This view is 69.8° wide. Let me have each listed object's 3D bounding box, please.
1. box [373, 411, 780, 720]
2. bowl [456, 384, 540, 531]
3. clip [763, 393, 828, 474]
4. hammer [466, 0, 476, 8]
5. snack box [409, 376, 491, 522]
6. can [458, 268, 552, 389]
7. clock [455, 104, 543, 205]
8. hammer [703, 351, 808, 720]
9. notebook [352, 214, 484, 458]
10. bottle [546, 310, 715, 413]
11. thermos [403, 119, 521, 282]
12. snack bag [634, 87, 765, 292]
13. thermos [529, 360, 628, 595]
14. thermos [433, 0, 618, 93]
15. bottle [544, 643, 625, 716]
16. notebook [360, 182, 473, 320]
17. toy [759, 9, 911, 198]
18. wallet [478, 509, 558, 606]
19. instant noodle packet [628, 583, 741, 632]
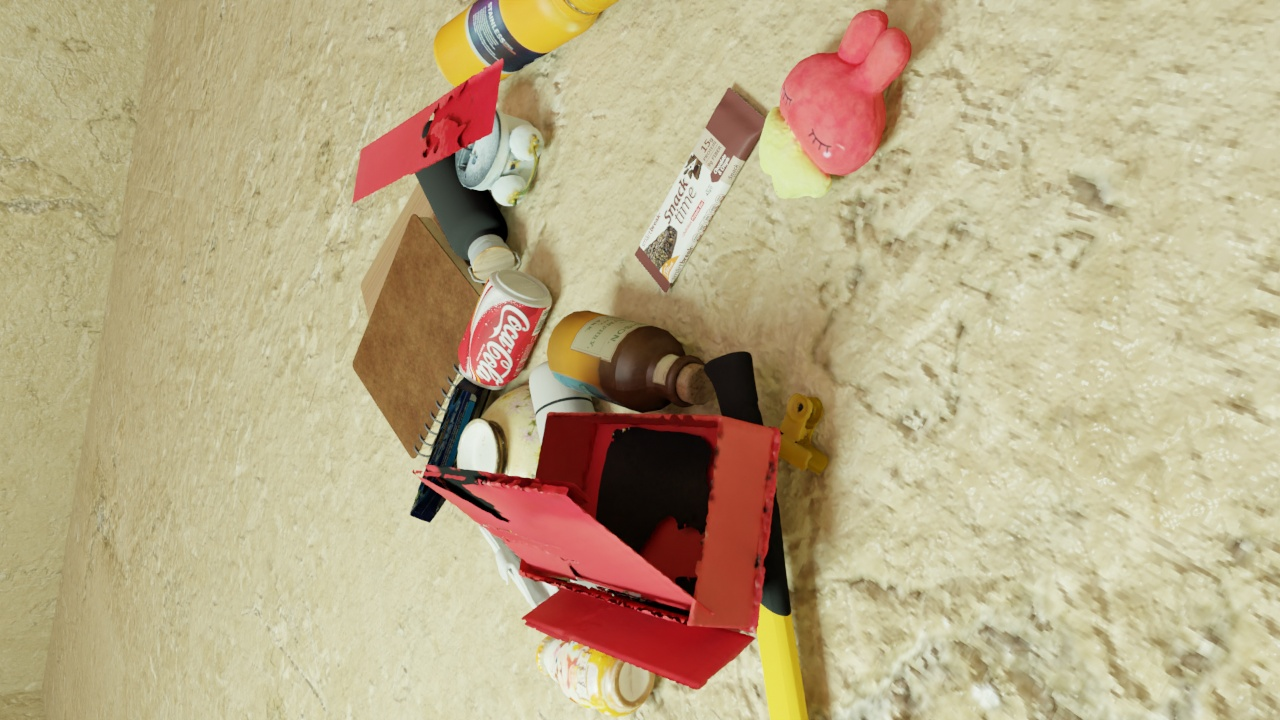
[{"bbox_3d":[-0.086,0.251,0.567,0.216,0.141,0.509,-2,59,53],"label":"box"},{"bbox_3d":[-0.126,0.091,0.855,0.145,0.063,0.145,-6,83,49],"label":"bowl"},{"bbox_3d":[0.104,0.047,0.620,0.054,0.044,0.050,31,134,48],"label":"clip"},{"bbox_3d":[-0.115,-0.398,0.919,0.332,0.033,0.132,-22,72,47],"label":"hammer"},{"bbox_3d":[-0.186,0.080,0.920,0.082,0.027,0.150,-74,7,-71],"label":"snack box"},{"bbox_3d":[-0.131,-0.029,0.872,0.064,0.064,0.105,50,122,40],"label":"can"},{"bbox_3d":[-0.136,-0.200,0.901,0.117,0.057,0.083,44,118,42],"label":"clock"},{"bbox_3d":[0.085,0.153,0.609,0.127,0.029,0.323,-19,76,50],"label":"hammer"},{"bbox_3d":[-0.237,-0.020,0.997,0.167,0.024,0.226,49,125,26],"label":"notebook"},{"bbox_3d":[-0.004,0.004,0.719,0.157,0.067,0.068,16,98,49],"label":"bottle"},{"bbox_3d":[-0.183,-0.159,0.948,0.061,0.061,0.231,-55,49,30],"label":"thermos"},{"bbox_3d":[0.043,-0.132,0.720,0.158,0.013,0.057,-58,46,28],"label":"snack bag"},{"bbox_3d":[-0.050,0.104,0.773,0.052,0.052,0.224,-36,60,41],"label":"thermos"},{"bbox_3d":[-0.112,-0.321,0.861,0.233,0.091,0.076,-7,108,49],"label":"thermos"},{"bbox_3d":[-0.039,0.246,0.739,0.109,0.063,0.063,-7,81,50],"label":"bottle"},{"bbox_3d":[-0.263,-0.092,1.065,0.211,0.022,0.169,-48,52,35],"label":"notebook"},{"bbox_3d":[0.125,-0.165,0.603,0.135,0.045,0.091,-50,53,41],"label":"toy"},{"bbox_3d":[-0.103,0.193,0.815,0.116,0.032,0.086,41,159,44],"label":"wallet"},{"bbox_3d":[0.030,0.138,0.690,0.099,0.039,0.135,-10,77,41],"label":"instant noodle packet"}]
